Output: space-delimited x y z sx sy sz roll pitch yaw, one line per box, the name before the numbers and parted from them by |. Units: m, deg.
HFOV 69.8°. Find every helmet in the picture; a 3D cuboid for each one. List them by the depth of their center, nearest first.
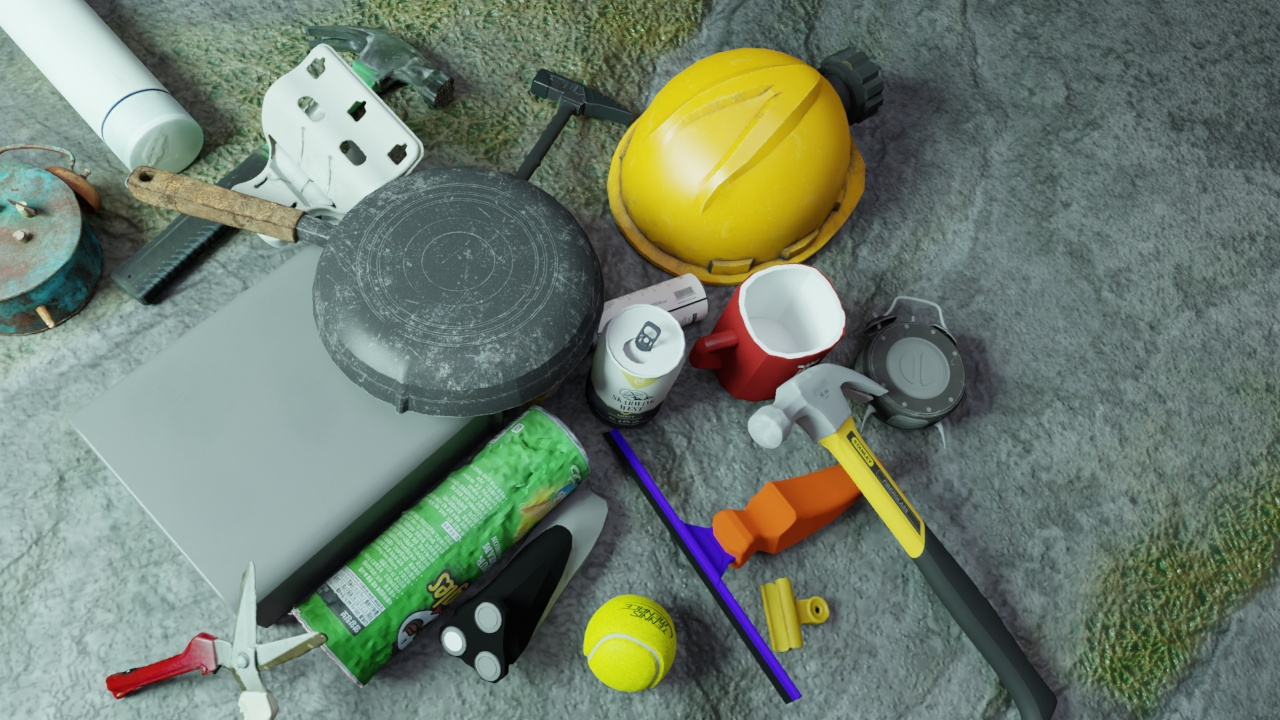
helmet | 0.099 -0.192 0.791 0.255 0.131 0.205 -33 77 -19

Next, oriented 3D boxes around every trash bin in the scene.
trash bin | -0.243 0.044 0.659 0.192 0.098 0.219 44 70 9

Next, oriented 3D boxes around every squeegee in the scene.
squeegee | 0.111 0.118 0.709 0.184 0.055 0.249 -23 54 -20

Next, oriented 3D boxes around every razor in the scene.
razor | -0.076 0.155 0.667 0.057 0.060 0.155 31 47 15

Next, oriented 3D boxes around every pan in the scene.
pan | -0.198 -0.082 0.638 0.357 0.040 0.207 18 61 2

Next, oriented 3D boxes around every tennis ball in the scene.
tennis ball | -0.007 0.201 0.651 0.065 0.065 0.065 3 68 -8

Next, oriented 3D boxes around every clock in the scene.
clock | -0.475 -0.102 0.691 0.121 0.073 0.157 2 67 -9
clock | 0.226 0.009 0.778 0.091 0.044 0.122 12 67 -5

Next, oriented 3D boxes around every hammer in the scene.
hammer | 0.213 0.140 0.697 0.323 0.029 0.126 53 49 -1
hammer | -0.097 -0.136 0.746 0.095 0.015 0.323 23 49 0
hammer | -0.307 -0.169 0.769 0.130 0.032 0.318 36 68 5

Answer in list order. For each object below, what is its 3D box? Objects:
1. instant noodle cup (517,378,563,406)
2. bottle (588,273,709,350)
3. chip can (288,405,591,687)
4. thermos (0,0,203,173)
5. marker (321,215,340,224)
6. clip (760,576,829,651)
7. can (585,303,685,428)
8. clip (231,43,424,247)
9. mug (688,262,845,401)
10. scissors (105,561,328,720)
instant noodle cup | -0.088 -0.013 0.699 0.102 0.108 0.102 3 68 -8
bottle | -0.002 -0.036 0.760 0.116 0.041 0.041 -20 73 -16
chip can | -0.135 0.125 0.656 0.222 0.076 0.075 -41 80 -22
thermos | -0.457 -0.248 0.756 0.230 0.068 0.067 45 68 9
marker | -0.195 -0.114 0.768 0.133 0.027 0.023 1 68 -6
clip | 0.119 0.191 0.697 0.048 0.046 0.054 -14 68 12
can | -0.004 0.004 0.696 0.064 0.127 0.064 3 68 -8
clip | -0.250 -0.154 0.733 0.126 0.110 0.151 47 106 8
mug | 0.093 -0.017 0.737 0.116 0.097 0.080 -15 72 -15
scissors | -0.261 0.220 0.580 0.199 0.015 0.179 -16 96 23
